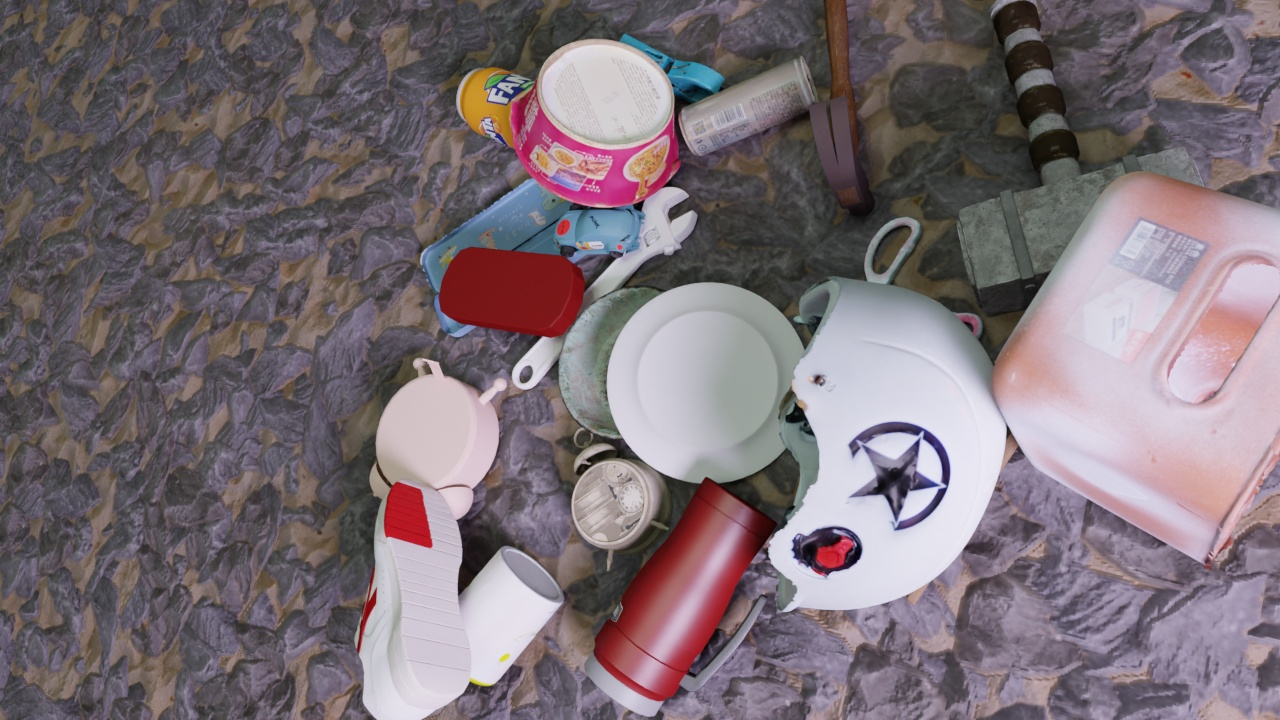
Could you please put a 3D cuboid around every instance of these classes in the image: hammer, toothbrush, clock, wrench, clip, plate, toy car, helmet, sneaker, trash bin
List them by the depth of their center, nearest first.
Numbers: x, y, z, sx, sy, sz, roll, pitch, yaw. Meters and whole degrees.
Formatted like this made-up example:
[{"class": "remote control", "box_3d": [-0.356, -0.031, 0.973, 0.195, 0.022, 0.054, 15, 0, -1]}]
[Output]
[{"class": "trash bin", "box_3d": [0.354, 0.012, 0.611, 0.157, 0.259, 0.181, 32, 91, 34]}, {"class": "helmet", "box_3d": [0.185, 0.074, 0.703, 0.164, 0.236, 0.264, 9, 107, 8]}, {"class": "toothbrush", "box_3d": [0.265, 0.128, 0.756, 0.016, 0.016, 0.167, 34, 92, 30]}, {"class": "hammer", "box_3d": [0.344, -0.208, 0.783, 0.177, 0.079, 0.325, -14, 68, 22]}, {"class": "plate", "box_3d": [0.062, 0.019, 0.850, 0.188, 0.016, 0.188, -1, 82, 5]}, {"class": "sneaker", "box_3d": [-0.228, 0.226, 0.860, 0.104, 0.090, 0.236, -40, 45, 22]}, {"class": "clock", "box_3d": [-0.031, 0.123, 0.884, 0.093, 0.054, 0.140, -36, 64, 12]}, {"class": "hammer", "box_3d": [0.192, -0.294, 0.888, 0.033, 0.115, 0.322, -10, 62, 24]}, {"class": "toy car", "box_3d": [-0.050, -0.140, 0.966, 0.108, 0.027, 0.060, 3, 73, 27]}, {"class": "wrench", "box_3d": [-0.042, -0.073, 0.972, 0.273, 0.018, 0.066, -47, 60, 8]}, {"class": "clock", "box_3d": [-0.225, 0.082, 0.982, 0.131, 0.086, 0.160, 13, 87, 29]}, {"class": "clip", "box_3d": [0.036, -0.299, 0.990, 0.120, 0.104, 0.027, 23, 80, 23]}]

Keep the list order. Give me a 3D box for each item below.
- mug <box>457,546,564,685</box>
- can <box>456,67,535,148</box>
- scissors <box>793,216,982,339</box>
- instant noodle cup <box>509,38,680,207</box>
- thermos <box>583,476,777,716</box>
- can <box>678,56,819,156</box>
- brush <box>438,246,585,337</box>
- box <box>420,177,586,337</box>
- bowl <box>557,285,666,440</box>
[{"class": "mug", "box_3d": [-0.137, 0.245, 0.884, 0.106, 0.082, 0.082, -49, 60, 4]}, {"class": "can", "box_3d": [-0.138, -0.282, 1.047, 0.142, 0.079, 0.079, 28, 88, 30]}, {"class": "scissors", "box_3d": [0.223, -0.057, 0.837, 0.171, 0.013, 0.173, 0, 76, 30]}, {"class": "instant noodle cup", "box_3d": [-0.039, -0.251, 0.937, 0.178, 0.078, 0.178, 5, 64, -10]}, {"class": "thermos", "box_3d": [0.045, 0.213, 0.805, 0.108, 0.084, 0.198, 33, 88, 14]}, {"class": "can", "box_3d": [0.109, -0.256, 0.931, 0.136, 0.054, 0.054, -19, 67, 21]}, {"class": "brush", "box_3d": [-0.134, -0.071, 0.976, 0.174, 0.042, 0.082, 9, 77, 31]}, {"class": "box", "box_3d": [-0.154, -0.125, 1.044, 0.209, 0.021, 0.125, -31, 61, 15]}, {"class": "bowl", "box_3d": [-0.005, 0.005, 0.916, 0.158, 0.038, 0.157, -8, 71, 24]}]
